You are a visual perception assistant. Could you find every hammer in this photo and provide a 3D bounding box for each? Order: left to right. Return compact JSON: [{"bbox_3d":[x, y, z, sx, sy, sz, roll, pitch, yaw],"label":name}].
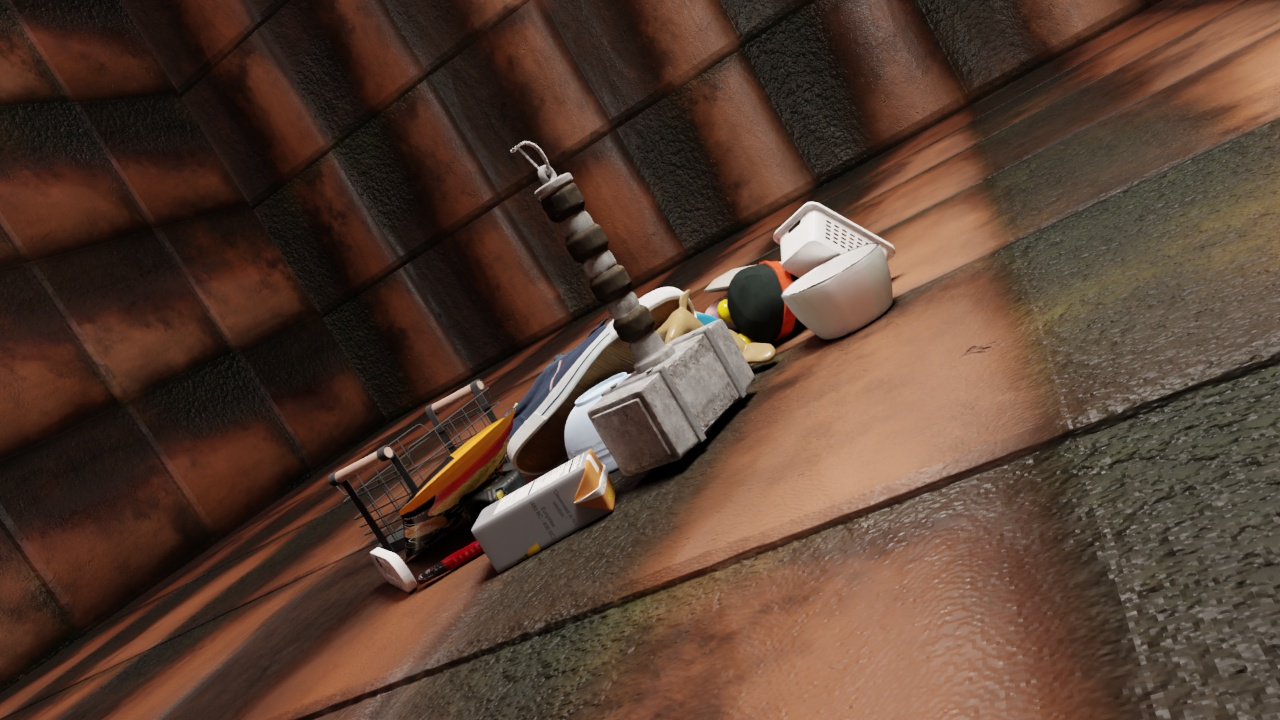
[{"bbox_3d":[-0.023,-0.066,0.878,0.080,0.326,0.176,-24,10,39],"label":"hammer"}]

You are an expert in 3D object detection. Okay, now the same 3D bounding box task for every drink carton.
[{"bbox_3d":[-0.087,0.138,0.854,0.125,0.048,0.076,-30,8,6],"label":"drink carton"}]

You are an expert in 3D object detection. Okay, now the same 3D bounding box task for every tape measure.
[{"bbox_3d":[-0.153,0.143,0.988,0.067,0.038,0.062,-19,13,47],"label":"tape measure"}]

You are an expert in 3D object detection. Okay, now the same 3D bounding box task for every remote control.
[{"bbox_3d":[-0.268,0.226,0.993,0.013,0.043,0.137,-34,9,-26],"label":"remote control"}]

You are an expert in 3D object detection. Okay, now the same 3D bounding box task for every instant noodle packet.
[{"bbox_3d":[-0.207,0.146,1.036,0.159,0.032,0.221,-43,-10,-26],"label":"instant noodle packet"}]

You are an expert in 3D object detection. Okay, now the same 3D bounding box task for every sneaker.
[{"bbox_3d":[-0.061,0.004,1.119,0.295,0.120,0.127,-43,47,15],"label":"sneaker"}]

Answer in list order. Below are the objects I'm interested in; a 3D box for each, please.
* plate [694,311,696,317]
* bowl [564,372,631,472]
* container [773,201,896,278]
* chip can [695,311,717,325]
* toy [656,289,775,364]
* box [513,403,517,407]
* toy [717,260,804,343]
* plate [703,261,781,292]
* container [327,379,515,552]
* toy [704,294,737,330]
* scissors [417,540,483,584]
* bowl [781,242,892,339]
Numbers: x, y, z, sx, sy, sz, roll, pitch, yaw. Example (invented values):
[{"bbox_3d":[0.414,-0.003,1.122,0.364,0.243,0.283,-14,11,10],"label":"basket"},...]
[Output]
[{"bbox_3d":[-0.007,0.007,1.181,0.209,0.015,0.208,-41,26,24],"label":"plate"},{"bbox_3d":[-0.026,0.061,1.018,0.150,0.075,0.150,-30,8,5],"label":"bowl"},{"bbox_3d":[0.224,-0.120,1.069,0.081,0.129,0.049,-43,28,51],"label":"container"},{"bbox_3d":[0.064,-0.034,1.288,0.080,0.080,0.229,-31,8,-3],"label":"chip can"},{"bbox_3d":[0.070,-0.011,1.043,0.105,0.108,0.134,-62,19,-18],"label":"toy"},{"bbox_3d":[-0.117,0.083,1.332,0.130,0.064,0.188,-11,2,-18],"label":"box"},{"bbox_3d":[0.165,-0.073,1.110,0.119,0.100,0.097,-9,47,-15],"label":"toy"},{"bbox_3d":[0.183,-0.123,1.312,0.189,0.027,0.188,-7,2,0],"label":"plate"},{"bbox_3d":[-0.282,0.142,1.250,0.163,0.130,0.240,-26,9,28],"label":"container"},{"bbox_3d":[0.151,-0.078,1.335,0.109,0.053,0.104,-19,3,35],"label":"toy"},{"bbox_3d":[-0.147,0.174,0.976,0.198,0.015,0.179,-30,8,-7],"label":"scissors"},{"bbox_3d":[0.216,-0.070,0.982,0.116,0.065,0.116,-30,8,4],"label":"bowl"}]
